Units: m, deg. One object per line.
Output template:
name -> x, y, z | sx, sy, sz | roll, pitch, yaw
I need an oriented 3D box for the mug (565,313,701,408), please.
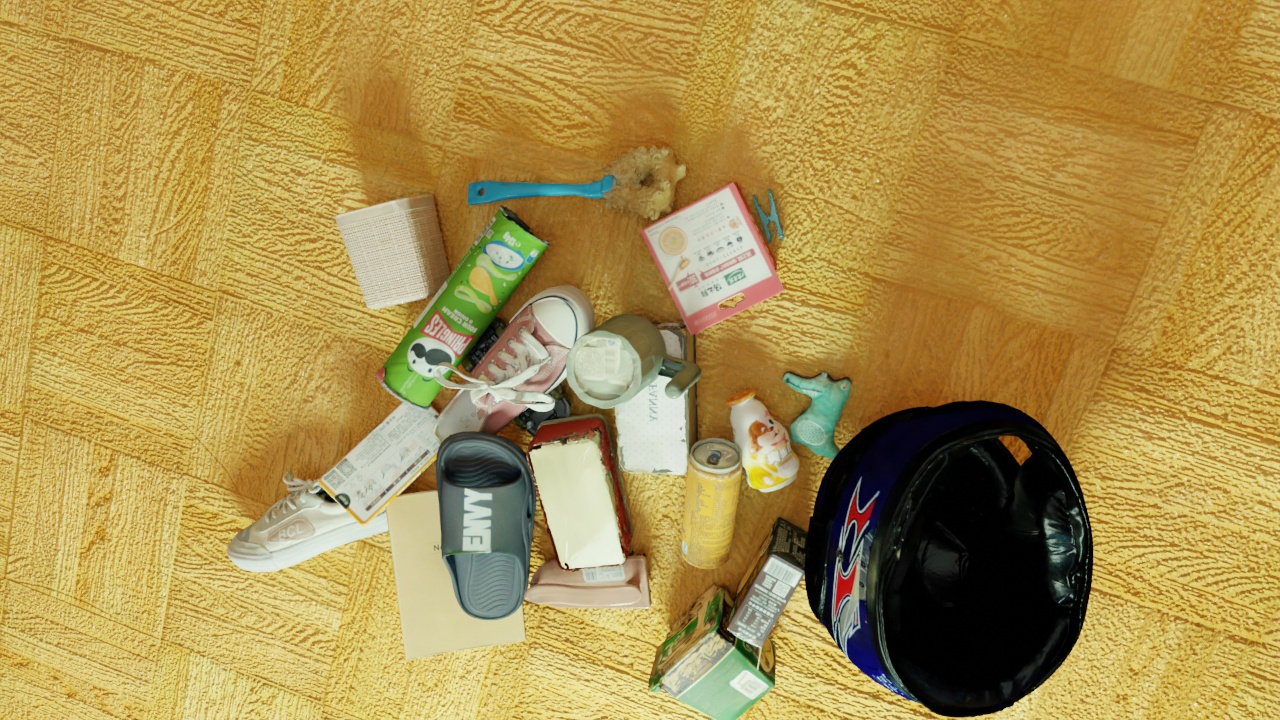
mug -> -0.006, 0.005, 0.935 | 0.124, 0.103, 0.084 | 17, 104, 11

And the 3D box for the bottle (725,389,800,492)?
bottle -> 0.130, 0.087, 1.002 | 0.063, 0.063, 0.108 | -23, 95, 15

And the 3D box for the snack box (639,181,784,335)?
snack box -> 0.079, -0.109, 0.984 | 0.113, 0.044, 0.127 | -25, 94, 15

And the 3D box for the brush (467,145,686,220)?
brush -> -0.075, -0.189, 1.001 | 0.255, 0.046, 0.083 | 0, 86, 16

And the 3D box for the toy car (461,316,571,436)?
toy car -> -0.142, 0.021, 1.057 | 0.070, 0.042, 0.158 | -40, 89, 16

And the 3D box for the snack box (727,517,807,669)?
snack box -> 0.140, 0.251, 1.006 | 0.053, 0.113, 0.126 | 29, 105, 6

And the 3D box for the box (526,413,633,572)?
box -> -0.065, 0.153, 1.029 | 0.091, 0.080, 0.168 | -9, 112, 10

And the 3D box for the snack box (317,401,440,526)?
snack box -> -0.293, 0.114, 1.073 | 0.075, 0.026, 0.153 | 44, 71, 2

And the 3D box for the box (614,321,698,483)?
box -> 0.018, 0.048, 1.023 | 0.090, 0.059, 0.184 | 2, 103, 13

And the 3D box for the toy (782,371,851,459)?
toy -> 0.193, 0.053, 1.002 | 0.096, 0.030, 0.092 | 25, 100, 14

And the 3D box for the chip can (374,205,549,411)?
chip can -> -0.197, -0.057, 1.015 | 0.072, 0.072, 0.236 | 38, 97, 2

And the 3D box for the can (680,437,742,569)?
can -> 0.077, 0.159, 1.007 | 0.058, 0.058, 0.146 | 9, 123, 10

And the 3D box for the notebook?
notebook -> -0.222, 0.254, 1.109 | 0.147, 0.008, 0.208 | -6, 101, -10

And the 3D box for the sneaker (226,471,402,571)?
sneaker -> -0.409, 0.185, 1.118 | 0.242, 0.089, 0.091 | -18, 112, 11

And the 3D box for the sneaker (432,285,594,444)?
sneaker -> -0.144, 0.019, 0.990 | 0.118, 0.087, 0.241 | 46, 107, 0

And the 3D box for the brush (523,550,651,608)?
brush -> -0.061, 0.261, 1.072 | 0.146, 0.073, 0.063 | -4, 101, 14

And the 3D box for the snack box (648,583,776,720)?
snack box -> 0.091, 0.337, 1.036 | 0.105, 0.117, 0.118 | 40, 109, -3

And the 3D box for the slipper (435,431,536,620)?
slipper -> -0.170, 0.203, 1.028 | 0.110, 0.083, 0.269 | -2, 119, -6

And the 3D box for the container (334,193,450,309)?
container -> -0.273, -0.122, 1.034 | 0.090, 0.089, 0.111 | -11, 101, 14

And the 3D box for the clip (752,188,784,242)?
clip -> 0.138, -0.154, 0.979 | 0.043, 0.014, 0.056 | -18, 97, 15

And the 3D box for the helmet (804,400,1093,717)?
helmet -> 0.282, 0.165, 0.890 | 0.247, 0.240, 0.316 | -6, 109, -5
